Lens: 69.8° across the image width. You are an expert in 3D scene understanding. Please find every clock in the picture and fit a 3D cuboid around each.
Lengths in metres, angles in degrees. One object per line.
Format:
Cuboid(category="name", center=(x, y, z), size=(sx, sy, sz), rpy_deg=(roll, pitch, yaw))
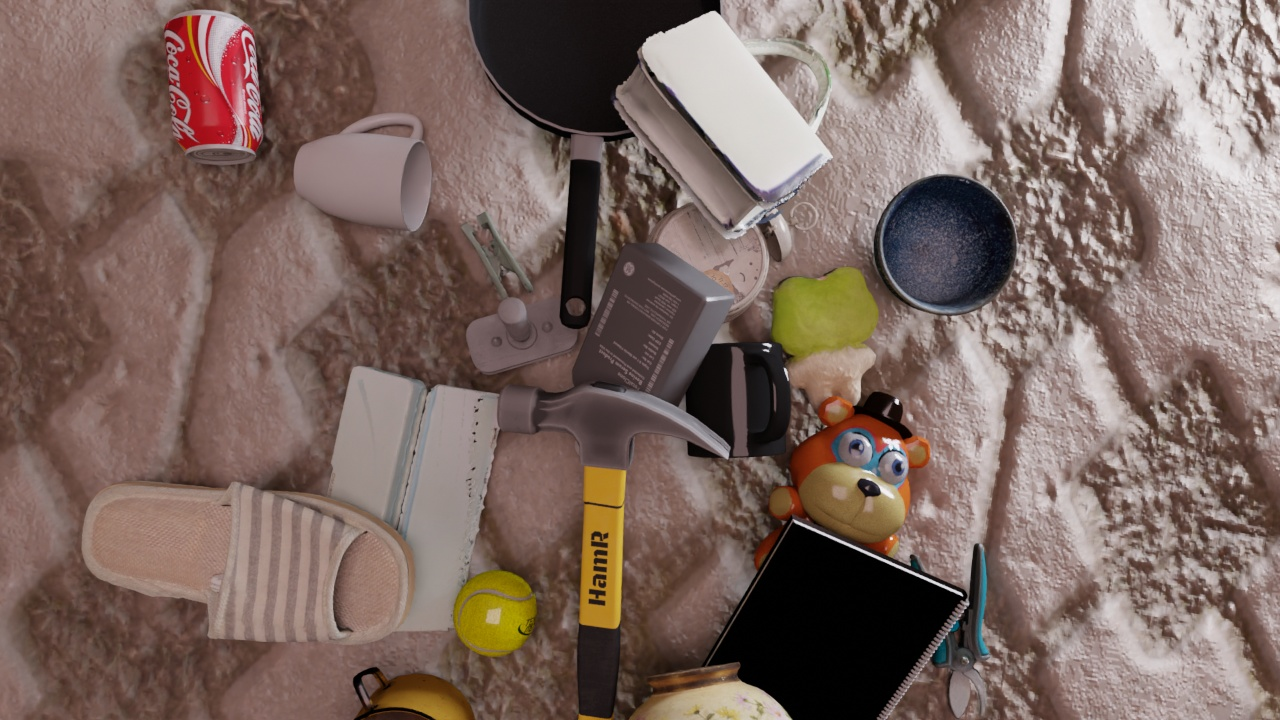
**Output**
Cuboid(category="clock", center=(0.073, -0.089, 0.743), size=(0.157, 0.061, 0.103), rpy_deg=(-25, 91, -3))

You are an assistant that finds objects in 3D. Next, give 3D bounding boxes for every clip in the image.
Cuboid(category="clip", center=(-0.117, -0.083, 0.748), size=(0.042, 0.023, 0.076), rpy_deg=(-30, 89, -3))

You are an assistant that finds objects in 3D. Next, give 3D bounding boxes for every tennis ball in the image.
Cuboid(category="tennis ball", center=(-0.114, 0.198, 0.719), size=(0.065, 0.065, 0.065), rpy_deg=(0, 89, -5))

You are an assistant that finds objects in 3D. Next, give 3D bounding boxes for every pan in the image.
Cuboid(category="pan", center=(-0.041, -0.201, 0.735), size=(0.204, 0.044, 0.355), rpy_deg=(4, 85, -6))

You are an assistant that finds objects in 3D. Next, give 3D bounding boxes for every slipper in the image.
Cuboid(category="slipper", center=(-0.302, 0.149, 0.689), size=(0.273, 0.054, 0.114), rpy_deg=(10, 85, 11))

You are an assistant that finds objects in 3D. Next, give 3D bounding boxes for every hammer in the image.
Cuboid(category="hammer", center=(-0.026, 0.174, 0.705), size=(0.170, 0.034, 0.325), rpy_deg=(5, 105, 9))

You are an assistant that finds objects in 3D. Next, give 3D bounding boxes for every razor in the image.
Cuboid(category="razor", center=(-0.094, -0.027, 0.700), size=(0.088, 0.116, 0.047), rpy_deg=(-16, 83, -5))

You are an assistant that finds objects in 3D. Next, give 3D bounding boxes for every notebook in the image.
Cuboid(category="notebook", center=(0.139, 0.233, 0.723), size=(0.149, 0.016, 0.207), rpy_deg=(24, 112, -4))

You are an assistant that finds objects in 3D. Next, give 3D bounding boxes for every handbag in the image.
Cuboid(category="handbag", center=(0.082, -0.190, 0.702), size=(0.175, 0.074, 0.151), rpy_deg=(-40, 89, -32))

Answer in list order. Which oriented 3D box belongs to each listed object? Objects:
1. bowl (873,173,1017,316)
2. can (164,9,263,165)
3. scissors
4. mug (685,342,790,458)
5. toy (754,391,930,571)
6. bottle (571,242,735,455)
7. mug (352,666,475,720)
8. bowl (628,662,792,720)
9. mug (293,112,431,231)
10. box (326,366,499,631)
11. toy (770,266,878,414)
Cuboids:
Cuboid(category="bowl", center=(0.243, -0.091, 0.757), size=(0.114, 0.061, 0.114), rpy_deg=(0, 89, -3))
Cuboid(category="can", center=(-0.330, -0.210, 0.711), size=(0.064, 0.064, 0.105), rpy_deg=(-5, 89, -5))
Cuboid(category="scissors", center=(0.268, 0.220, 0.774), size=(0.156, 0.019, 0.124), rpy_deg=(42, 88, -4))
Cuboid(category="mug", center=(0.082, 0.030, 0.715), size=(0.078, 0.114, 0.088), rpy_deg=(-1, 89, -22))
Cuboid(category="toy", center=(0.163, 0.108, 0.737), size=(0.112, 0.096, 0.175), rpy_deg=(23, 76, -5))
Cuboid(category="bottle", center=(-0.004, 0.004, 0.711), size=(0.084, 0.046, 0.174), rpy_deg=(37, 116, 26))
Cuboid(category="mug", center=(-0.183, 0.288, 0.697), size=(0.100, 0.094, 0.123), rpy_deg=(-26, 90, -3))
Cuboid(category="bowl", center=(0.044, 0.264, 0.686), size=(0.145, 0.145, 0.063), rpy_deg=(-9, 72, -5))
Cuboid(category="mug", center=(-0.215, -0.157, 0.725), size=(0.089, 0.071, 0.107), rpy_deg=(8, 60, 4))
Cuboid(category="box", center=(-0.189, 0.111, 0.730), size=(0.126, 0.074, 0.197), rpy_deg=(13, 91, -24))
Cuboid(category="toy", center=(0.154, -0.015, 0.758), size=(0.092, 0.043, 0.118), rpy_deg=(-11, 93, -9))
